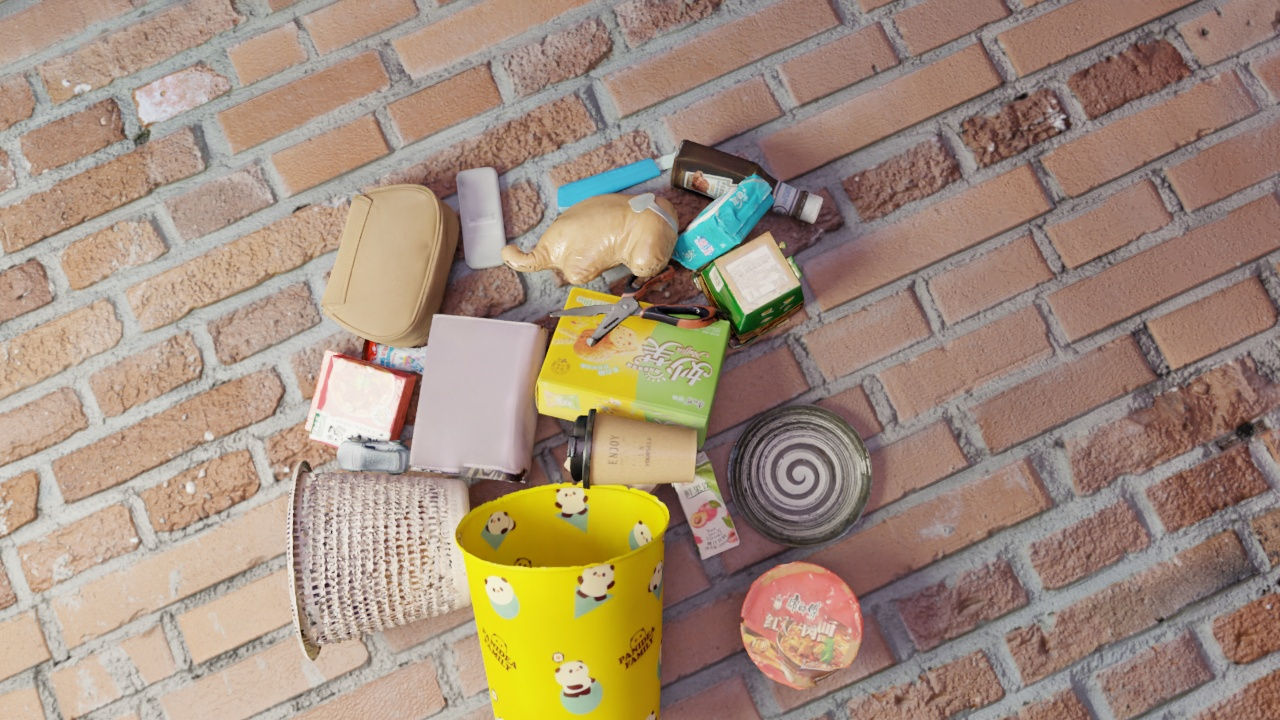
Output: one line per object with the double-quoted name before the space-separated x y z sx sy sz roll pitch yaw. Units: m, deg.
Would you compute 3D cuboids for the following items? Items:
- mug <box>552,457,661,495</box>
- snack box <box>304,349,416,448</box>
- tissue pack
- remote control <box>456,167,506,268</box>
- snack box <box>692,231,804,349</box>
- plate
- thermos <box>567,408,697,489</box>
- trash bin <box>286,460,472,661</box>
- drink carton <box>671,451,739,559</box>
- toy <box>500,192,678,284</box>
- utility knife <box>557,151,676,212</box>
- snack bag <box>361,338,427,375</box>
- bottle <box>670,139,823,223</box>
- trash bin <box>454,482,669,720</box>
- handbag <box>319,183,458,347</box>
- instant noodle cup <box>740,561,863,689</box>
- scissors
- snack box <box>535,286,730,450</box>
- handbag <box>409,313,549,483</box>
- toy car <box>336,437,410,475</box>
"mug" -0.042 0.151 1.133 0.103 0.084 0.125 41 104 9
"snack box" -0.363 0.056 1.162 0.127 0.044 0.113 16 96 4
"tissue pack" 0.100 -0.170 1.142 0.050 0.134 0.093 46 62 -10
"remote control" -0.210 -0.189 1.217 0.056 0.020 0.136 -9 81 0
"snack box" 0.138 -0.097 1.145 0.117 0.105 0.118 -29 80 -2
"plate" 0.198 0.143 1.148 0.179 0.024 0.179 0 82 1
"thermos" -0.009 0.104 1.045 0.143 0.093 0.093 4 81 1
"trash bin" -0.295 0.222 1.074 0.192 0.228 0.227 -4 81 -11
"drink carton" 0.075 0.174 1.112 0.053 0.045 0.122 -22 112 -2
"toy" -0.061 -0.155 1.167 0.226 0.082 0.143 -5 43 16
"utility knife" -0.024 -0.242 1.218 0.187 0.018 0.034 -19 92 -1
"snack bag" -0.311 -0.002 1.190 0.105 0.026 0.045 5 75 2
"bottle" 0.136 -0.223 1.177 0.195 0.080 0.044 20 69 4
"trash bin" -0.076 0.293 1.015 0.229 0.229 0.255 -3 104 2
"handbag" -0.316 -0.121 1.176 0.148 0.100 0.204 13 82 12
"instant noodle cup" 0.182 0.302 1.080 0.138 0.108 0.138 0 82 2
"scissors" -0.002 -0.070 1.121 0.226 0.015 0.188 3 37 -10
"snack box" -0.007 0.007 1.122 0.210 0.070 0.157 13 53 5
"handbag" -0.194 0.048 1.137 0.145 0.098 0.197 5 83 18
"toy car" -0.328 0.119 1.125 0.090 0.034 0.043 4 99 6
